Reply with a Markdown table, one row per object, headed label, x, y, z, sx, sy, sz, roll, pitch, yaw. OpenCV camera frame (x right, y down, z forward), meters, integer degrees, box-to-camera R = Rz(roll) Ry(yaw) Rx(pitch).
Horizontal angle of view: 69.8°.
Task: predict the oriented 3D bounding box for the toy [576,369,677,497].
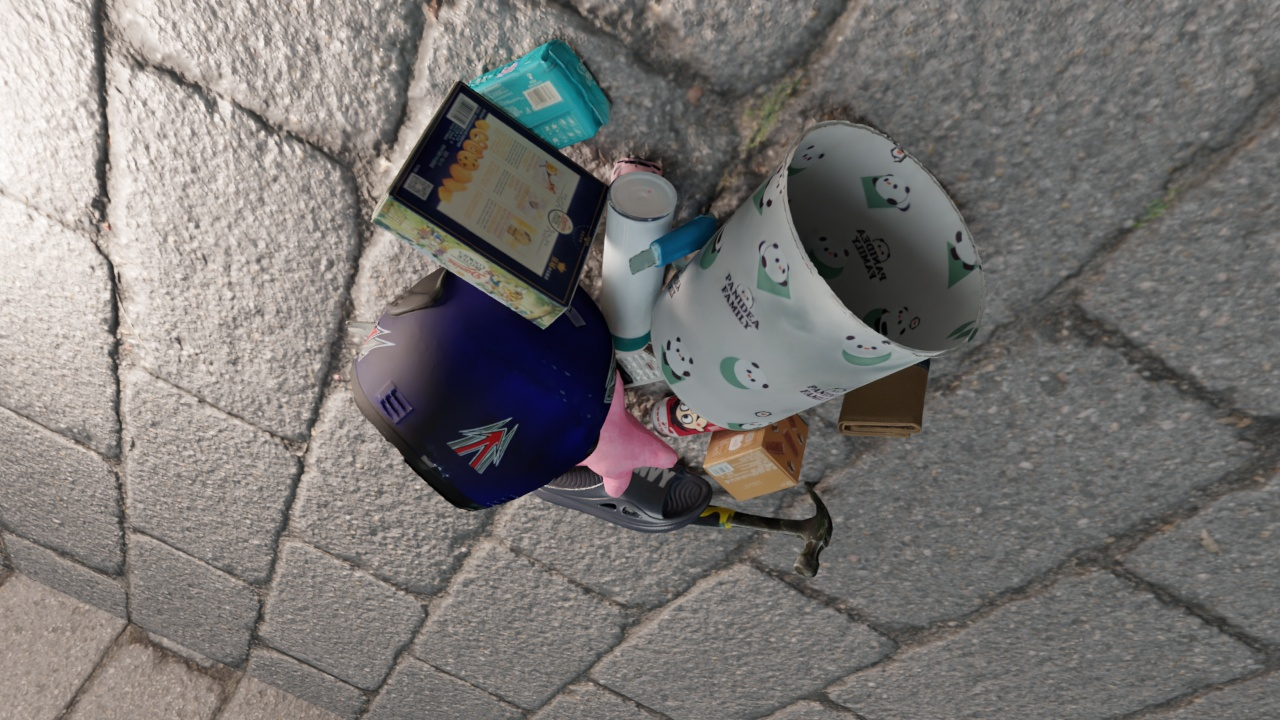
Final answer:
| label | x | y | z | sx | sy | sz | roll | pitch | yaw |
| --- | --- | --- | --- | --- | --- | --- | --- | --- | --- |
| toy | -0.063 | 0.090 | 1.185 | 0.179 | 0.074 | 0.194 | -30 | 104 | 35 |

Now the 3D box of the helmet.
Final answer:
| label | x | y | z | sx | sy | sz | roll | pitch | yaw |
| --- | --- | --- | --- | --- | --- | --- | --- | --- | --- |
| helmet | -0.153 | 0.002 | 0.970 | 0.247 | 0.240 | 0.315 | 48 | 176 | -24 |

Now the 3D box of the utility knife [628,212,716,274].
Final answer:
| label | x | y | z | sx | sy | sz | roll | pitch | yaw |
| --- | --- | --- | --- | --- | --- | --- | --- | --- | --- |
| utility knife | 0.032 | -0.111 | 0.883 | 0.018 | 0.193 | 0.034 | 12 | 113 | 22 |

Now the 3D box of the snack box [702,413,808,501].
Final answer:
| label | x | y | z | sx | sy | sz | roll | pitch | yaw |
| --- | --- | --- | --- | --- | --- | --- | --- | --- | --- |
| snack box | 0.145 | 0.108 | 1.141 | 0.093 | 0.094 | 0.077 | -25 | 122 | 39 |

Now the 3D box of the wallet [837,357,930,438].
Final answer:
| label | x | y | z | sx | sy | sz | roll | pitch | yaw |
| --- | --- | --- | --- | --- | --- | --- | --- | --- | --- |
| wallet | 0.266 | 0.036 | 1.000 | 0.090 | 0.115 | 0.033 | 0 | 129 | 21 |

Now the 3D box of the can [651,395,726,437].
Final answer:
| label | x | y | z | sx | sy | sz | roll | pitch | yaw |
| --- | --- | --- | --- | --- | --- | --- | --- | --- | --- |
| can | 0.078 | 0.063 | 1.142 | 0.133 | 0.053 | 0.053 | -14 | 129 | 42 |

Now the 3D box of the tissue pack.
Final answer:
| label | x | y | z | sx | sy | sz | roll | pitch | yaw |
| --- | --- | --- | --- | --- | --- | --- | --- | --- | --- |
| tissue pack | -0.105 | -0.248 | 0.895 | 0.134 | 0.050 | 0.093 | -12 | 132 | 32 |

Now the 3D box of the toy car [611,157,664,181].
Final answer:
| label | x | y | z | sx | sy | sz | roll | pitch | yaw |
| --- | --- | --- | --- | --- | --- | --- | --- | --- | --- |
| toy car | -0.005 | -0.156 | 0.964 | 0.056 | 0.037 | 0.123 | 11 | 137 | 9 |

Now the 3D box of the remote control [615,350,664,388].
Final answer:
| label | x | y | z | sx | sy | sz | roll | pitch | yaw |
| --- | --- | --- | --- | --- | --- | --- | --- | --- | --- |
| remote control | -0.007 | 0.007 | 1.150 | 0.150 | 0.021 | 0.058 | -14 | 128 | 33 |

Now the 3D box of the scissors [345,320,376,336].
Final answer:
| label | x | y | z | sx | sy | sz | roll | pitch | yaw |
| --- | --- | --- | --- | --- | --- | --- | --- | --- | --- |
| scissors | -0.264 | -0.041 | 1.134 | 0.235 | 0.021 | 0.143 | 25 | 132 | 1 |

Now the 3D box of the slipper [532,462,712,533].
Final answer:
| label | x | y | z | sx | sy | sz | roll | pitch | yaw |
| --- | --- | --- | --- | --- | --- | --- | --- | --- | --- |
| slipper | -0.036 | 0.162 | 1.267 | 0.268 | 0.110 | 0.083 | 9 | 135 | 18 |

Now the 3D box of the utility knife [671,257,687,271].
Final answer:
| label | x | y | z | sx | sy | sz | roll | pitch | yaw |
| --- | --- | --- | --- | --- | --- | --- | --- | --- | --- |
| utility knife | 0.081 | -0.043 | 1.067 | 0.029 | 0.013 | 0.223 | -9 | 130 | 30 |

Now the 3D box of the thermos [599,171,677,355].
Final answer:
| label | x | y | z | sx | sy | sz | roll | pitch | yaw |
| --- | --- | --- | --- | --- | --- | --- | --- | --- | --- |
| thermos | -0.006 | -0.091 | 0.960 | 0.073 | 0.073 | 0.225 | 16 | 143 | 6 |

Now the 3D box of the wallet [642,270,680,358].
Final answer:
| label | x | y | z | sx | sy | sz | roll | pitch | yaw |
| --- | --- | --- | --- | --- | --- | --- | --- | --- | --- |
| wallet | 0.055 | -0.039 | 1.056 | 0.096 | 0.020 | 0.123 | 30 | 132 | -6 |

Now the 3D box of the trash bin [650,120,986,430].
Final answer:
| label | x | y | z | sx | sy | sz | roll | pitch | yaw |
| --- | --- | --- | --- | --- | --- | --- | --- | --- | --- |
| trash bin | 0.150 | -0.060 | 0.876 | 0.229 | 0.228 | 0.253 | 34 | 143 | -15 |

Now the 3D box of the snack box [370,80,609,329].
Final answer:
| label | x | y | z | sx | sy | sz | roll | pitch | yaw |
| --- | --- | --- | --- | --- | --- | --- | --- | --- | --- |
| snack box | -0.128 | -0.145 | 0.841 | 0.182 | 0.177 | 0.046 | 33 | 136 | -19 |

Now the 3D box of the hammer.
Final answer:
| label | x | y | z | sx | sy | sz | roll | pitch | yaw |
| --- | --- | --- | --- | --- | --- | --- | --- | --- | --- |
| hammer | 0.113 | 0.217 | 1.278 | 0.324 | 0.125 | 0.032 | 2 | 138 | 35 |
